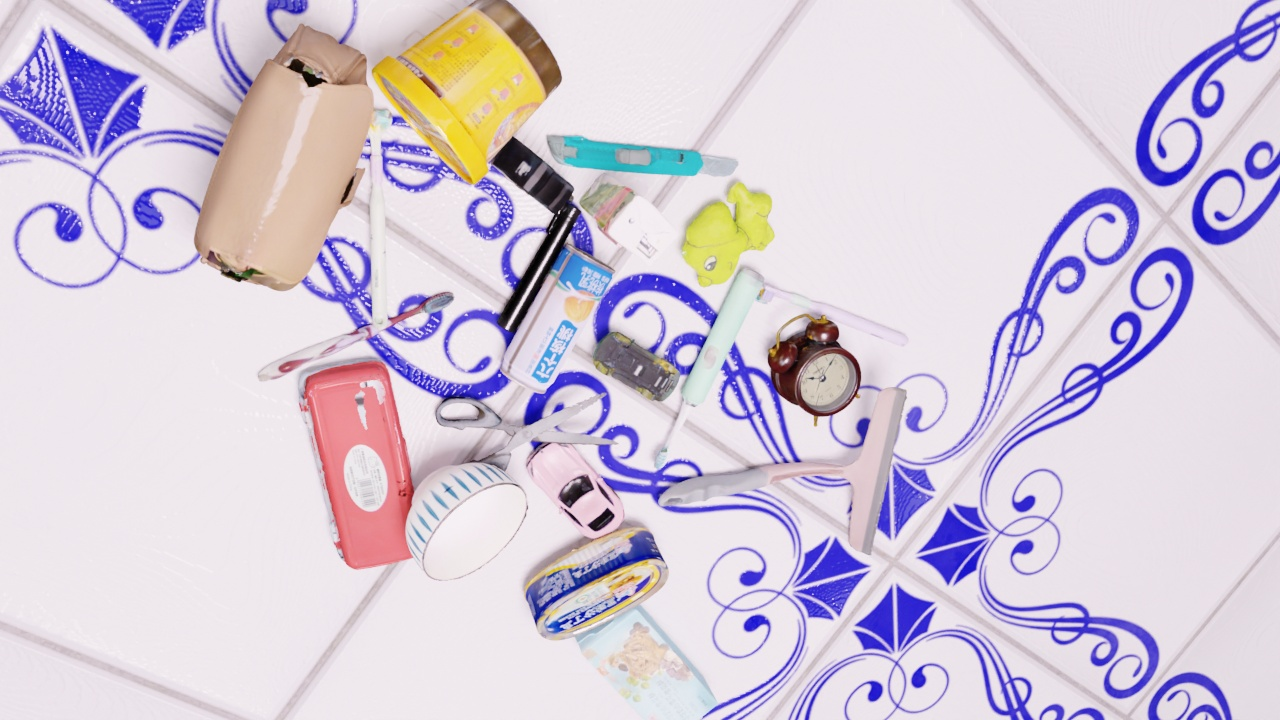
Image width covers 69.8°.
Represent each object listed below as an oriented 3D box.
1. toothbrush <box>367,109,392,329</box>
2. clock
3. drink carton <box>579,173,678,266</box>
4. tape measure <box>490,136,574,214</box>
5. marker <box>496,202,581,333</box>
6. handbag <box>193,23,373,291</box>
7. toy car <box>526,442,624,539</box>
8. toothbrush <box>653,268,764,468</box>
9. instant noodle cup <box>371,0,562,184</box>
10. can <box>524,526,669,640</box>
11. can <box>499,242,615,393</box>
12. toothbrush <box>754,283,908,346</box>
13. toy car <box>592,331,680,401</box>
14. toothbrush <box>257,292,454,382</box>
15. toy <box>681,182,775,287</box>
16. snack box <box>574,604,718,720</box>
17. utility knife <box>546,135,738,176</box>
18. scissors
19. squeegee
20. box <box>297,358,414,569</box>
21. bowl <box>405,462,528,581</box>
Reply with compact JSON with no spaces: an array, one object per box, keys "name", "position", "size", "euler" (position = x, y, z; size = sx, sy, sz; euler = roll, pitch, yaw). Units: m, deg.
[{"name":"toothbrush","position":[-0.229,-0.120,0.796],"size":[0.029,0.020,0.190],"euler":[0,103,-12]},{"name":"clock","position":[0.176,0.005,0.941],"size":[0.082,0.055,0.122],"euler":[-32,116,-4]},{"name":"drink carton","position":[-0.014,-0.125,0.808],"size":[0.053,0.122,0.045],"euler":[38,95,-25]},{"name":"tape measure","position":[-0.097,-0.163,0.801],"size":[0.033,0.066,0.065],"euler":[-51,154,3]},{"name":"marker","position":[-0.095,-0.086,0.852],"size":[0.022,0.020,0.132],"euler":[25,99,-37]},{"name":"handbag","position":[-0.269,-0.150,0.711],"size":[0.099,0.147,0.205],"euler":[23,104,-20]},{"name":"toy car","position":[-0.064,0.131,0.924],"size":[0.056,0.037,0.122],"euler":[-40,112,-2]},{"name":"toothbrush","position":[0.065,0.011,0.927],"size":[0.026,0.027,0.225],"euler":[28,100,15]},{"name":"instant noodle cup","position":[-0.136,-0.226,0.748],"size":[0.114,0.118,0.118],"euler":[-45,114,-7]},{"name":"can","position":[-0.045,0.229,0.940],"size":[0.148,0.049,0.075],"euler":[-26,134,-4]},{"name":"can","position":[-0.078,-0.038,0.854],"size":[0.053,0.053,0.135],"euler":[27,98,-22]},{"name":"toothbrush","position":[0.204,-0.044,0.954],"size":[0.189,0.029,0.021],"euler":[16,64,-21]},{"name":"toy car","position":[-0.005,0.005,0.899],"size":[0.091,0.036,0.043],"euler":[31,98,-24]},{"name":"toothbrush","position":[-0.255,-0.020,0.828],"size":[0.187,0.017,0.016],"euler":[-24,112,-8]},{"name":"toy","position":[0.083,-0.122,0.887],"size":[0.100,0.031,0.097],"euler":[-12,111,-17]},{"name":"snack box","position":[0.006,0.334,1.001],"size":[0.074,0.051,0.175],"euler":[-38,113,-3]},{"name":"utility knife","position":[0.005,-0.188,0.852],"size":[0.186,0.013,0.029],"euler":[1,107,-17]},{"name":"scissors","position":[-0.115,0.073,0.881],"size":[0.177,0.014,0.160],"euler":[28,109,-10]},{"name":"squeegee","position":[0.140,0.127,0.978],"size":[0.249,0.040,0.248],"euler":[-5,129,-7]},{"name":"box","position":[-0.261,0.098,0.858],"size":[0.086,0.047,0.201],"euler":[-10,110,-13]},{"name":"bowl","position":[-0.170,0.140,0.854],"size":[0.116,0.066,0.117],"euler":[-33,146,-27]}]
